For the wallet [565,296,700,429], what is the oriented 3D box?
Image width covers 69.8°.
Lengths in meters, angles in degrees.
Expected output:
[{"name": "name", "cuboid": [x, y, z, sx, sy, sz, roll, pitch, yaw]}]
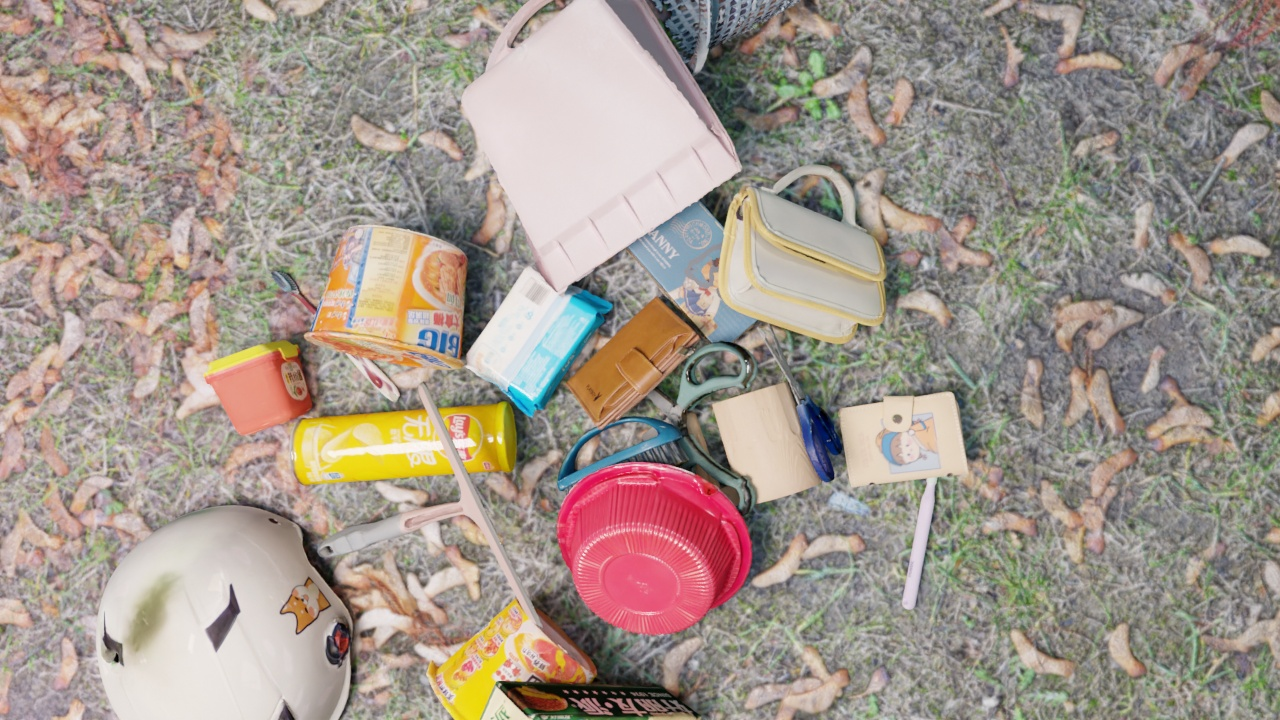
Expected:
[{"name": "wallet", "cuboid": [-0.005, 0.005, 0.897, 0.130, 0.119, 0.035, -43, 118, 0]}]

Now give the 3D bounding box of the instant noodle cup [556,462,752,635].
[{"name": "instant noodle cup", "cuboid": [0.007, 0.192, 0.870, 0.194, 0.065, 0.194, 5, 121, 9]}]

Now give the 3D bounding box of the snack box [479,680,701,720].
[{"name": "snack box", "cuboid": [-0.051, 0.361, 0.836, 0.063, 0.239, 0.114, 23, 90, 43]}]

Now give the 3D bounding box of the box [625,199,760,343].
[{"name": "box", "cuboid": [0.052, -0.101, 0.919, 0.090, 0.059, 0.184, -43, 89, 0]}]

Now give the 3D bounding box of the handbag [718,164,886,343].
[{"name": "handbag", "cuboid": [0.163, -0.119, 0.884, 0.163, 0.063, 0.178, 16, 68, -24]}]

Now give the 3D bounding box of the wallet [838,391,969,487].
[{"name": "wallet", "cuboid": [0.261, 0.077, 0.914, 0.115, 0.024, 0.087, -9, 90, 20]}]

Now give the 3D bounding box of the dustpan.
[{"name": "dustpan", "cuboid": [-0.047, -0.240, 0.894, 0.223, 0.138, 0.273, -29, 99, 19]}]

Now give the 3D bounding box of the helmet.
[{"name": "helmet", "cuboid": [-0.411, 0.281, 0.880, 0.230, 0.157, 0.274, -18, 88, 2]}]

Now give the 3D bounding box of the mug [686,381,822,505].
[{"name": "mug", "cuboid": [0.106, 0.087, 0.909, 0.125, 0.084, 0.103, -19, 85, 28]}]

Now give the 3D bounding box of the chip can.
[{"name": "chip can", "cuboid": [-0.234, 0.083, 0.919, 0.213, 0.072, 0.072, -4, 89, 2]}]

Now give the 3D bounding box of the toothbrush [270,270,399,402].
[{"name": "toothbrush", "cuboid": [-0.316, -0.026, 0.951, 0.016, 0.017, 0.187, -44, 87, 1]}]

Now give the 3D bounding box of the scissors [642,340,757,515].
[{"name": "scissors", "cuboid": [0.068, 0.073, 0.881, 0.171, 0.019, 0.179, -37, 73, 40]}]

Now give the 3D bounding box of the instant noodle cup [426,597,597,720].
[{"name": "instant noodle cup", "cuboid": [-0.116, 0.305, 0.884, 0.138, 0.138, 0.109, 42, 82, 2]}]

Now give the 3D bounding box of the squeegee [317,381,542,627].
[{"name": "squeegee", "cuboid": [-0.229, 0.160, 0.896, 0.250, 0.040, 0.247, -20, 99, 32]}]

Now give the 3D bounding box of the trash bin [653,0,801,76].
[{"name": "trash bin", "cuboid": [0.093, -0.406, 0.861, 0.195, 0.227, 0.226, -23, 88, -12]}]

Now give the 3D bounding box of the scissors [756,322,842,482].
[{"name": "scissors", "cuboid": [0.159, 0.038, 0.892, 0.012, 0.156, 0.165, -23, 65, 25]}]

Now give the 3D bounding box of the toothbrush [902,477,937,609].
[{"name": "toothbrush", "cuboid": [0.285, 0.158, 0.925, 0.021, 0.029, 0.189, 9, 90, -36]}]

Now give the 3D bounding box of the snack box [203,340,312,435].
[{"name": "snack box", "cuboid": [-0.379, 0.028, 0.918, 0.082, 0.091, 0.080, -19, 95, 1]}]

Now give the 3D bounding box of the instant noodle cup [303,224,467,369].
[{"name": "instant noodle cup", "cuboid": [-0.237, -0.060, 0.890, 0.151, 0.151, 0.111, 9, 81, 2]}]

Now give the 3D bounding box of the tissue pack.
[{"name": "tissue pack", "cuboid": [-0.103, -0.023, 0.920, 0.090, 0.063, 0.140, 34, 88, 5]}]

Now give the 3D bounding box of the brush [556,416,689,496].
[{"name": "brush", "cuboid": [-0.024, 0.096, 0.905, 0.144, 0.055, 0.073, -27, 79, 24]}]
